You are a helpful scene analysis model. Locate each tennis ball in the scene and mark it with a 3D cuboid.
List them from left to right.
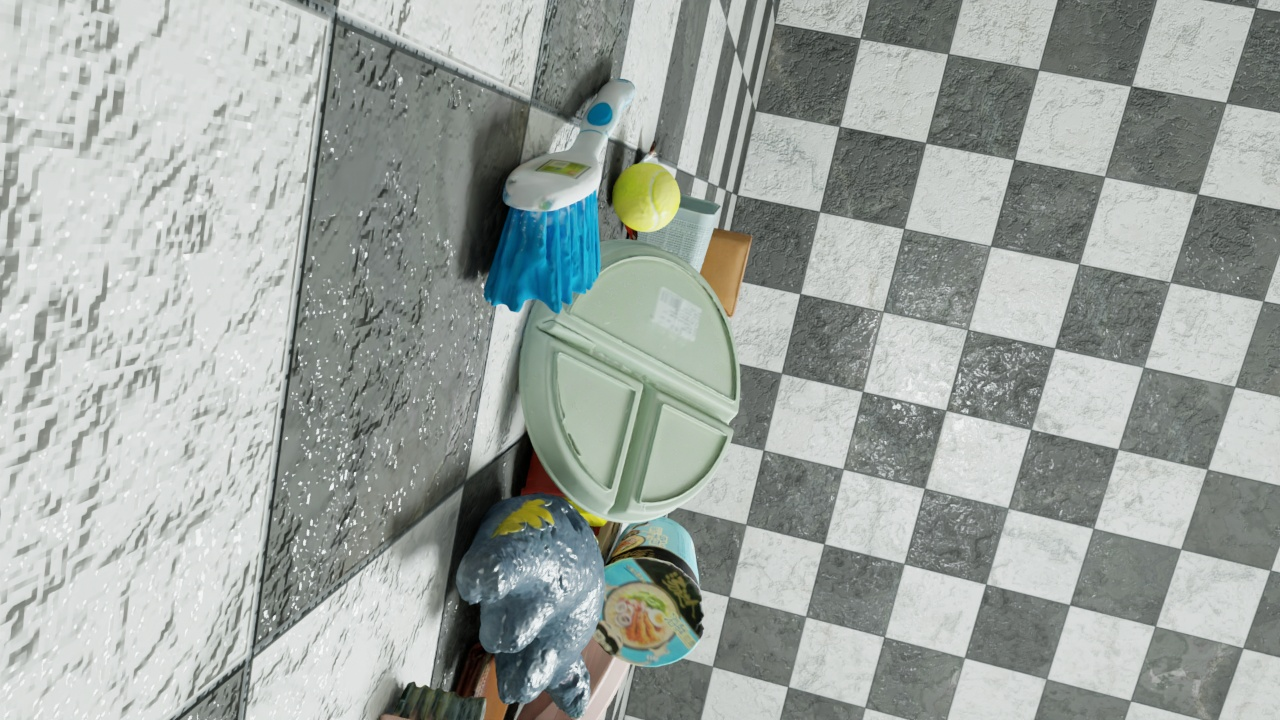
[{"bbox_3d":[0.005,-0.156,0.876,0.065,0.065,0.065,14,88,-83],"label":"tennis ball"}]

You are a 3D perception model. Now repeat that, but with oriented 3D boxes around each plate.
[{"bbox_3d":[-0.069,0.336,0.931,0.229,0.028,0.229,-53,-175,6],"label":"plate"},{"bbox_3d":[0.003,0.016,0.735,0.229,0.028,0.230,3,86,-43],"label":"plate"}]

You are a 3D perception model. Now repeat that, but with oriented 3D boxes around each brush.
[{"bbox_3d":[-0.131,0.269,0.590,0.146,0.063,0.072,98,4,-46],"label":"brush"},{"bbox_3d":[-0.041,-0.129,0.640,0.313,0.060,0.110,-67,164,-67],"label":"brush"}]

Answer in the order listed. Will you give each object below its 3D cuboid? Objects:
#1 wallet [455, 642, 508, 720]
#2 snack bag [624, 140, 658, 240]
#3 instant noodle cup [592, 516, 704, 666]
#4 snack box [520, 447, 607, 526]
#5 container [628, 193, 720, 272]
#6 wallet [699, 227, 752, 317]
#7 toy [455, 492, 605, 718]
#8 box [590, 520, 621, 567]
[{"bbox_3d":[-0.134,0.292,0.739,0.101,0.032,0.124,74,29,-70],"label":"wallet"},{"bbox_3d":[0.001,-0.176,0.968,0.048,0.026,0.104,125,-20,-77],"label":"snack bag"},{"bbox_3d":[0.008,0.207,0.868,0.120,0.111,0.111,-73,174,-72],"label":"instant noodle cup"},{"bbox_3d":[-0.058,0.098,0.795,0.091,0.082,0.080,77,17,-71],"label":"snack box"},{"bbox_3d":[0.032,-0.130,1.047,0.090,0.090,0.112,-56,160,-69],"label":"container"},{"bbox_3d":[0.062,-0.116,1.126,0.031,0.132,0.108,-65,167,-69],"label":"wallet"},{"bbox_3d":[-0.075,0.176,0.687,0.357,0.091,0.137,82,10,-54],"label":"toy"},{"bbox_3d":[-0.080,0.201,0.868,0.091,0.077,0.168,84,26,-71],"label":"box"}]
